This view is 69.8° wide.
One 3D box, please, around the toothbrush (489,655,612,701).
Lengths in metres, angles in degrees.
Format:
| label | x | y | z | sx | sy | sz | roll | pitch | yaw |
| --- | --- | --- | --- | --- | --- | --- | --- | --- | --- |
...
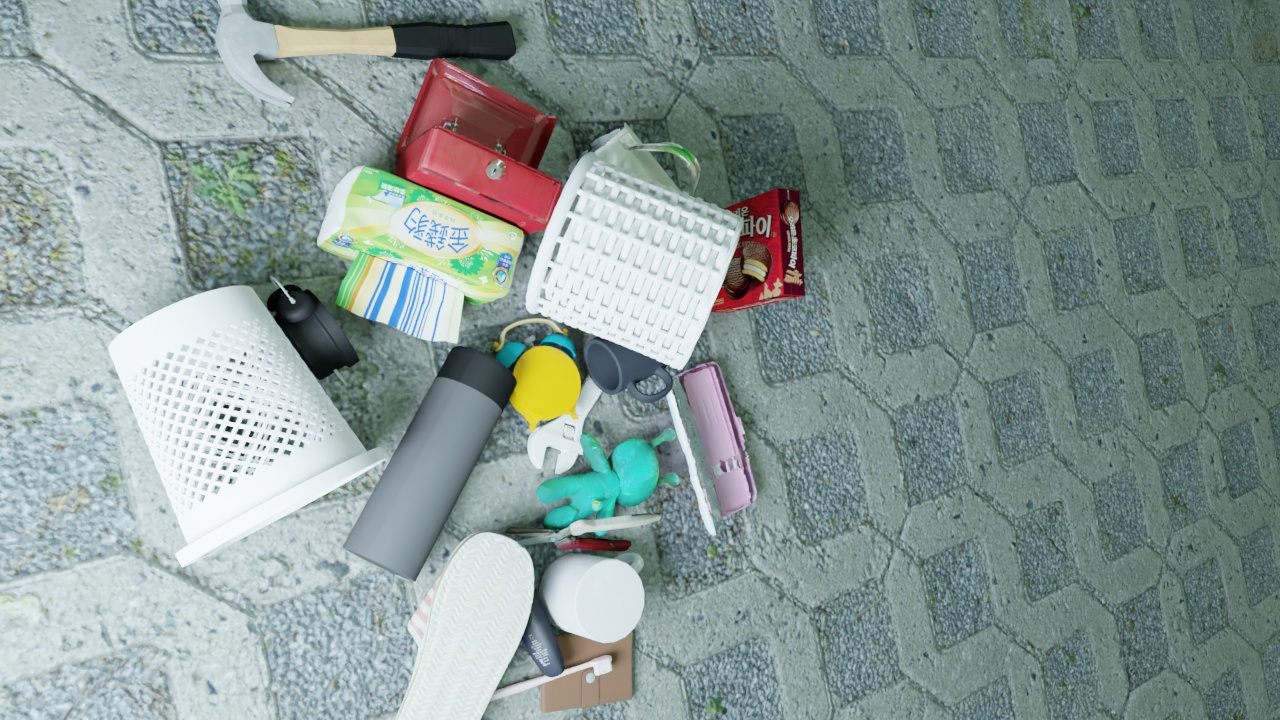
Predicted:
| label | x | y | z | sx | sy | sz | roll | pitch | yaw |
| --- | --- | --- | --- | --- | --- | --- | --- | --- | --- |
| toothbrush | -0.114 | 0.369 | 1.047 | 0.181 | 0.016 | 0.018 | -8 | 94 | -26 |

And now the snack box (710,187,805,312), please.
| label | x | y | z | sx | sy | sz | roll | pitch | yaw |
| --- | --- | --- | --- | --- | --- | --- | --- | --- | --- |
| snack box | 0.146 | -0.139 | 1.195 | 0.035 | 0.152 | 0.132 | 1 | 84 | -32 |

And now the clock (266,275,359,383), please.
| label | x | y | z | sx | sy | sz | roll | pitch | yaw |
| --- | --- | --- | --- | --- | --- | --- | --- | --- | --- |
| clock | -0.333 | -0.034 | 0.918 | 0.042 | 0.091 | 0.121 | -37 | 118 | -19 |

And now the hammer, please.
| label | x | y | z | sx | sy | sz | roll | pitch | yaw |
| --- | --- | --- | --- | --- | --- | --- | --- | --- | --- |
| hammer | -0.290 | -0.352 | 1.012 | 0.327 | 0.039 | 0.131 | -13 | 93 | -33 |

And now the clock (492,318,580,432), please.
| label | x | y | z | sx | sy | sz | roll | pitch | yaw |
| --- | --- | --- | --- | --- | --- | --- | --- | --- | --- |
| clock | -0.117 | 0.014 | 1.072 | 0.099 | 0.044 | 0.129 | -13 | 84 | -30 |

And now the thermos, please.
| label | x | y | z | sx | sy | sz | roll | pitch | yaw |
| --- | --- | --- | --- | --- | --- | --- | --- | --- | --- |
| thermos | -0.220 | 0.107 | 0.979 | 0.082 | 0.082 | 0.240 | 35 | 68 | -25 |

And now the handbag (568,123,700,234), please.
| label | x | y | z | sx | sy | sz | roll | pitch | yaw |
| --- | --- | --- | --- | --- | --- | --- | --- | --- | --- |
| handbag | 0.005 | -0.210 | 1.099 | 0.151 | 0.176 | 0.073 | 50 | 62 | -18 |

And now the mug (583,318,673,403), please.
| label | x | y | z | sx | sy | sz | roll | pitch | yaw |
| --- | --- | --- | --- | --- | --- | --- | --- | --- | --- |
| mug | -0.007 | 0.006 | 1.102 | 0.077 | 0.071 | 0.105 | -26 | 65 | -33 |

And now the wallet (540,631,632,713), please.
| label | x | y | z | sx | sy | sz | roll | pitch | yaw |
| --- | --- | --- | --- | --- | --- | --- | --- | --- | --- |
| wallet | -0.062 | 0.368 | 1.092 | 0.120 | 0.013 | 0.087 | 3 | 83 | -30 |

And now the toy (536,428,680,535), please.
| label | x | y | z | sx | sy | sz | roll | pitch | yaw |
| --- | --- | --- | --- | --- | --- | --- | --- | --- | --- |
| toy | -0.034 | 0.148 | 1.096 | 0.192 | 0.072 | 0.131 | -20 | 111 | -33 |

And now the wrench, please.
| label | x | y | z | sx | sy | sz | roll | pitch | yaw |
| --- | --- | --- | --- | --- | --- | --- | --- | --- | --- |
| wrench | -0.053 | 0.022 | 1.134 | 0.066 | 0.018 | 0.272 | 41 | 64 | -22 |

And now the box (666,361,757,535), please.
| label | x | y | z | sx | sy | sz | roll | pitch | yaw |
| --- | --- | --- | --- | --- | --- | --- | --- | --- | --- |
| box | 0.081 | 0.111 | 1.184 | 0.153 | 0.067 | 0.201 | -23 | 98 | -53 |

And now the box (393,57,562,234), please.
| label | x | y | z | sx | sy | sz | roll | pitch | yaw |
| --- | --- | --- | --- | --- | --- | --- | --- | --- | --- |
| box | -0.169 | -0.222 | 0.994 | 0.156 | 0.170 | 0.156 | 19 | 100 | -29 |

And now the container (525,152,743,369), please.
| label | x | y | z | sx | sy | sz | roll | pitch | yaw |
| --- | --- | --- | --- | --- | --- | --- | --- | --- | --- |
| container | -0.006 | -0.108 | 1.021 | 0.187 | 0.190 | 0.189 | 22 | 71 | -1 |

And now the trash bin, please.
| label | x | y | z | sx | sy | sz | roll | pitch | yaw |
| --- | --- | --- | --- | --- | --- | --- | --- | --- | --- |
| trash bin | -0.370 | 0.051 | 0.841 | 0.195 | 0.196 | 0.199 | -29 | 91 | -31 |

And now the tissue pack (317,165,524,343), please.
| label | x | y | z | sx | sy | sz | roll | pitch | yaw |
| --- | --- | --- | --- | --- | --- | --- | --- | --- | --- |
| tissue pack | -0.241 | -0.099 | 0.975 | 0.197 | 0.120 | 0.141 | 19 | 76 | -22 |

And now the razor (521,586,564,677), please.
| label | x | y | z | sx | sy | sz | roll | pitch | yaw |
| --- | --- | --- | --- | --- | --- | --- | --- | --- | --- |
| razor | -0.125 | 0.293 | 1.036 | 0.143 | 0.047 | 0.052 | 65 | 17 | -2 |

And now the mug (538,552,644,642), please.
| label | x | y | z | sx | sy | sz | roll | pitch | yaw |
| --- | --- | --- | --- | --- | --- | --- | --- | --- | --- |
| mug | -0.047 | 0.264 | 1.067 | 0.121 | 0.090 | 0.091 | -38 | 105 | -30 |

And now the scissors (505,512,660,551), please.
| label | x | y | z | sx | sy | sz | roll | pitch | yaw |
| --- | --- | --- | --- | --- | --- | --- | --- | --- | --- |
| scissors | -0.066 | 0.203 | 1.067 | 0.179 | 0.185 | 0.015 | -21 | 58 | 3 |

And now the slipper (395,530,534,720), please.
| label | x | y | z | sx | sy | sz | roll | pitch | yaw |
| --- | --- | --- | --- | --- | --- | --- | --- | --- | --- |
| slipper | -0.197 | 0.308 | 0.984 | 0.115 | 0.052 | 0.263 | 21 | 86 | -14 |

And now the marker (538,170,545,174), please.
| label | x | y | z | sx | sy | sz | roll | pitch | yaw |
| --- | --- | --- | --- | --- | --- | --- | --- | --- | --- |
| marker | -0.178 | -0.242 | 1.086 | 0.152 | 0.011 | 0.011 | 16 | 76 | -30 |
